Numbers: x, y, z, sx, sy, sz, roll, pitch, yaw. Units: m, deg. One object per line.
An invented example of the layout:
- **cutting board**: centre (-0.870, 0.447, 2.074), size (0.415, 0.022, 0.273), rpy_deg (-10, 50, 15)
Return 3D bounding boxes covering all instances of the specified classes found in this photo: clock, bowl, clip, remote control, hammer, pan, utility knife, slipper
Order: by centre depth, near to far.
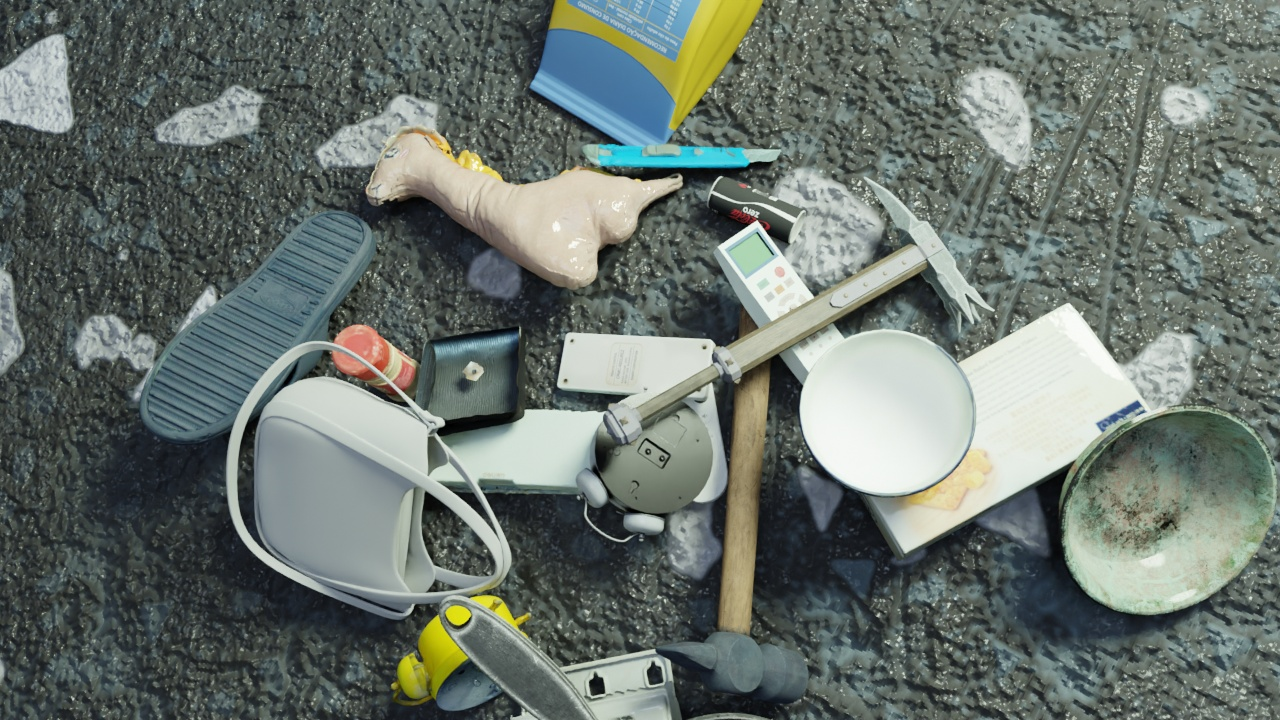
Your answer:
- **pan**: centre (-0.003, 0.287, 0.636), size (0.357, 0.055, 0.187), rpy_deg (42, 87, -6)
- **bowl**: centre (0.360, 0.100, 0.645), size (0.157, 0.038, 0.157), rpy_deg (-2, 106, -6)
- **bowl**: centre (0.174, 0.043, 0.655), size (0.118, 0.062, 0.118), rpy_deg (-3, 74, 11)
- **clip**: centre (-0.030, 0.300, 0.682), size (0.126, 0.097, 0.152), rpy_deg (-14, 63, 10)
- **hammer**: centre (0.107, -0.025, 0.706), size (0.316, 0.028, 0.147), rpy_deg (-29, 79, -16)
- **hammer**: centre (0.081, 0.090, 0.713), size (0.040, 0.129, 0.321), rpy_deg (-19, 56, 46)
- **clock**: centre (-0.139, 0.236, 0.716), size (0.119, 0.083, 0.057), rpy_deg (-39, 56, 1)
- **clock**: centre (0.001, 0.084, 0.719), size (0.094, 0.035, 0.122), rpy_deg (34, 70, -4)
- **remote control**: centre (0.116, -0.040, 0.744), size (0.049, 0.024, 0.143), rpy_deg (-36, 89, -30)
- **remote control**: centre (0.043, 0.051, 0.766), size (0.043, 0.013, 0.136), rpy_deg (-12, 73, 8)
- **remote control**: centre (-0.005, 0.005, 0.778), size (0.136, 0.011, 0.050), rpy_deg (3, 76, 23)
- **utility knife**: centre (0.036, -0.182, 0.813), size (0.178, 0.015, 0.031), rpy_deg (0, 53, -2)
- **slipper**: centre (-0.329, -0.022, 0.833), size (0.101, 0.083, 0.262), rpy_deg (26, 63, 13)

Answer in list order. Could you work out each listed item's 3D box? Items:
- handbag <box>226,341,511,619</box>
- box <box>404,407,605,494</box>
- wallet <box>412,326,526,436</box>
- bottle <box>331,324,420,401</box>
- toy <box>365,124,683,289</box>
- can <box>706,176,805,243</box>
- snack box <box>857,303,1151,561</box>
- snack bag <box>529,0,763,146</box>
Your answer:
- **handbag**: centre (-0.202, 0.112, 0.718), size (0.223, 0.095, 0.216), rpy_deg (21, 119, 15)
- **box**: centre (-0.113, 0.074, 0.775), size (0.199, 0.066, 0.083), rpy_deg (-1, 94, 13)
- **wallet**: centre (-0.142, 0.017, 0.779), size (0.089, 0.026, 0.114), rpy_deg (-9, 42, 3)
- **bottle**: centre (-0.220, 0.005, 0.781), size (0.044, 0.109, 0.044), rpy_deg (-2, 74, 8)
- **toy**: centre (-0.115, -0.161, 0.837), size (0.264, 0.065, 0.195), rpy_deg (35, 66, 25)
- **can**: centre (0.099, -0.130, 0.792), size (0.080, 0.031, 0.031), rpy_deg (27, 82, 17)
- **snack box**: centre (0.260, 0.055, 0.697), size (0.208, 0.057, 0.104), rpy_deg (-30, 71, 2)
- **snack bag**: centre (0.003, -0.306, 0.833), size (0.159, 0.102, 0.205), rpy_deg (35, 105, 18)
